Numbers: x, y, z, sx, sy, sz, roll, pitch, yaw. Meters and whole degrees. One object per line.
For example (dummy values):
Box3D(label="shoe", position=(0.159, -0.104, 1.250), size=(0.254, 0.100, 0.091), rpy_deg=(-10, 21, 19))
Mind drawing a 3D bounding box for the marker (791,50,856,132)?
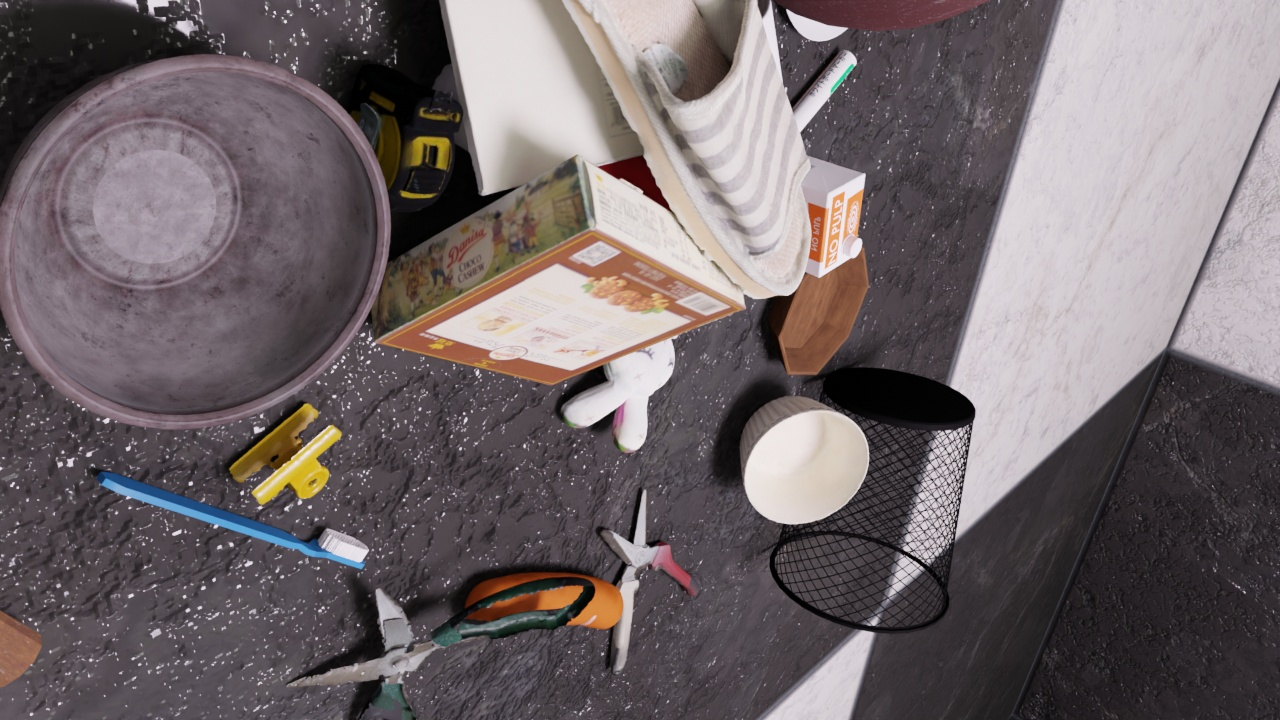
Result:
Box3D(label="marker", position=(0.114, -0.176, 0.683), size=(0.145, 0.017, 0.017), rpy_deg=(-51, 144, -14))

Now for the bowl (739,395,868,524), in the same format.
Box3D(label="bowl", position=(0.140, 0.083, 0.827), size=(0.115, 0.062, 0.115), rpy_deg=(-5, 115, -10))

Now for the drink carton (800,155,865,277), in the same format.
Box3D(label="drink carton", position=(0.088, -0.106, 0.608), size=(0.040, 0.122, 0.059), rpy_deg=(-31, 135, -35))

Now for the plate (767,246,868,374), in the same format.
Box3D(label="plate", position=(0.155, -0.049, 0.814), size=(0.131, 0.025, 0.131), rpy_deg=(-30, 134, -36))

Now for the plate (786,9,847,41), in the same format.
Box3D(label="plate", position=(0.134, -0.291, 0.633), size=(0.134, 0.011, 0.135), rpy_deg=(-30, 134, -36))

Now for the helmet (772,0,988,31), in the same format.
Box3D(label="helmet", position=(0.138, -0.288, 0.449), size=(0.253, 0.234, 0.233), rpy_deg=(-60, 151, -9))

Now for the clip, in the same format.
Box3D(label="clip", position=(-0.181, 0.052, 0.477), size=(0.046, 0.048, 0.054), rpy_deg=(48, 68, -10))

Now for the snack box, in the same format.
Box3D(label="snack box", position=(-0.042, -0.037, 0.490), size=(0.143, 0.147, 0.041), rpy_deg=(18, 57, -54))

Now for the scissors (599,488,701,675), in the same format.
Box3D(label="scissors", position=(0.002, 0.199, 0.806), size=(0.198, 0.015, 0.179), rpy_deg=(20, 97, -54))

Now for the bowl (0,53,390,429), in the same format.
Box3D(label="bowl", position=(-0.180, -0.052, 0.363), size=(0.144, 0.067, 0.145), rpy_deg=(-30, 134, -36))

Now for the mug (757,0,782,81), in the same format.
Box3D(label="mug", position=(0.032, -0.162, 0.556), size=(0.110, 0.073, 0.090), rpy_deg=(-25, 137, -4))

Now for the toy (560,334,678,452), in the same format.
Box3D(label="toy", position=(-0.004, 0.004, 0.645), size=(0.079, 0.038, 0.122), rpy_deg=(20, 95, -47))

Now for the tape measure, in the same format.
Box3D(label="tape measure", position=(-0.113, -0.099, 0.418), size=(0.034, 0.062, 0.061), rpy_deg=(-7, 119, -45))

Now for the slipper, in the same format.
Box3D(label="slipper", position=(0.025, -0.146, 0.445), size=(0.273, 0.054, 0.114), rpy_deg=(55, 40, -29))

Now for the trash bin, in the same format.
Box3D(label="trash bin", position=(0.237, 0.129, 0.920), size=(0.183, 0.184, 0.210), rpy_deg=(-15, 119, -46))

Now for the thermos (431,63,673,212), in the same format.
Box3D(label="thermos", position=(-0.022, -0.097, 0.523), size=(0.239, 0.073, 0.073), rpy_deg=(26, 92, -49))

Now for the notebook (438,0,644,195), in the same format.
Box3D(label="notebook", position=(-0.035, -0.197, 0.436), size=(0.152, 0.012, 0.209), rpy_deg=(-24, 113, -40))

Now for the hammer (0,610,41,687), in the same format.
Box3D(label="hammer", position=(-0.309, 0.025, 0.289), size=(0.115, 0.033, 0.323), rpy_deg=(-44, 142, -25))

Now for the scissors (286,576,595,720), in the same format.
Box3D(label="scissors", position=(-0.123, 0.205, 0.612), size=(0.204, 0.015, 0.202), rpy_deg=(-15, 132, -19))

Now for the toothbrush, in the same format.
Box3D(label="toothbrush", position=(-0.201, 0.082, 0.474), size=(0.014, 0.016, 0.166), rpy_deg=(-56, 144, -7))

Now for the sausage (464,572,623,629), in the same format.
Box3D(label="sausage", position=(-0.066, 0.182, 0.689), size=(0.164, 0.039, 0.044), rpy_deg=(20, 94, -54))
